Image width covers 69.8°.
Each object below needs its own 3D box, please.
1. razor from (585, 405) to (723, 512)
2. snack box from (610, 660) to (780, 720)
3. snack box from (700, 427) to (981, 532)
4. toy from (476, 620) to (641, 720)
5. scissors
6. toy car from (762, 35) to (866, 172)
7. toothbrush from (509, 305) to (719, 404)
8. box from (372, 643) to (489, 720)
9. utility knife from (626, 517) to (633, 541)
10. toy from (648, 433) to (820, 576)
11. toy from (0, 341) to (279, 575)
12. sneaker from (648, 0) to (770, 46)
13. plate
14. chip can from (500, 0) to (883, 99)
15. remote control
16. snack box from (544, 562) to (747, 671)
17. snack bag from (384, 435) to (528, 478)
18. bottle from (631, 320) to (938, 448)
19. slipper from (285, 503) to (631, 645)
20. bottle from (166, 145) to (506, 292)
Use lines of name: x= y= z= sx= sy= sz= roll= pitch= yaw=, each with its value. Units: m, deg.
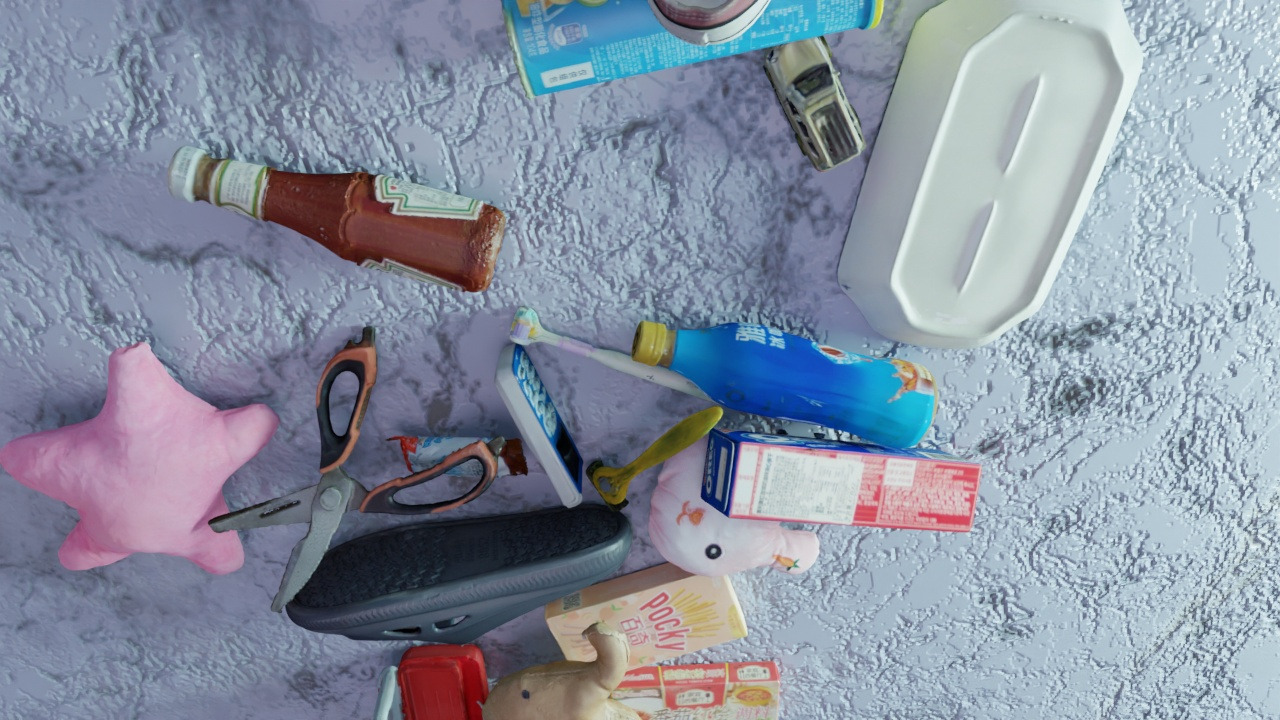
razor: x=0.011 y=0.069 z=0.678 sx=0.133 sy=0.028 sz=0.043 roll=-37 pitch=82 yaw=35
snack box: x=0.049 y=0.313 z=0.839 sx=0.153 sy=0.025 sz=0.075 roll=-2 pitch=119 yaw=-2
snack box: x=0.148 y=0.088 z=0.679 sx=0.207 sy=0.057 sz=0.058 roll=7 pitch=95 yaw=-19
toy: x=-0.068 y=0.305 z=0.778 sx=0.143 sy=0.082 sz=0.226 roll=2 pitch=128 yaw=-5
scissors: x=-0.205 y=0.088 z=0.662 sx=0.189 sy=0.015 sz=0.225 roll=18 pitch=93 yaw=1
toy car: x=0.111 y=-0.165 z=0.582 sx=0.042 sy=0.035 sz=0.090 roll=-27 pitch=114 yaw=10
toothbrush: x=-0.004 y=0.004 z=0.675 sx=0.189 sy=0.029 sz=0.020 roll=20 pitch=157 yaw=-14
box: x=-0.177 y=0.356 z=0.810 sx=0.094 sy=0.100 sz=0.201 roll=-2 pitch=119 yaw=-2
utility knife: x=-0.078 y=0.184 z=0.763 sx=0.179 sy=0.019 sz=0.031 roll=-35 pitch=113 yaw=4
toy: x=0.084 y=0.119 z=0.723 sx=0.159 sy=0.054 sz=0.121 roll=14 pitch=108 yaw=-18
toy: x=-0.363 y=0.073 z=0.659 sx=0.178 sy=0.074 sz=0.195 roll=11 pitch=114 yaw=-22
sneaker: x=0.078 y=-0.275 z=0.453 sx=0.118 sy=0.088 sz=0.241 roll=32 pitch=90 yaw=5
plate: x=0.234 y=-0.120 z=0.612 sx=0.162 sy=0.034 sz=0.266 roll=9 pitch=117 yaw=-8
chip can: x=0.029 y=-0.209 z=0.534 sx=0.210 sy=0.071 sz=0.071 roll=-11 pitch=118 yaw=4
remote control: x=-0.073 y=0.048 z=0.678 sx=0.024 sy=0.049 sz=0.125 roll=-20 pitch=117 yaw=10
snack box: x=0.005 y=0.221 z=0.787 sx=0.157 sy=0.026 sz=0.084 roll=-18 pitch=118 yaw=7
snack bag: x=-0.137 y=0.072 z=0.686 sx=0.105 sy=0.026 sz=0.045 roll=2 pitch=134 yaw=9
bottle: x=0.102 y=0.011 z=0.657 sx=0.218 sy=0.065 sz=0.065 roll=13 pitch=116 yaw=-10
slipper: x=-0.135 y=0.179 z=0.706 sx=0.268 sy=0.110 sz=0.083 roll=-10 pitch=109 yaw=-3
bottle: x=-0.192 y=-0.094 z=0.591 sx=0.206 sy=0.059 sz=0.060 roll=13 pitch=116 yaw=-10
